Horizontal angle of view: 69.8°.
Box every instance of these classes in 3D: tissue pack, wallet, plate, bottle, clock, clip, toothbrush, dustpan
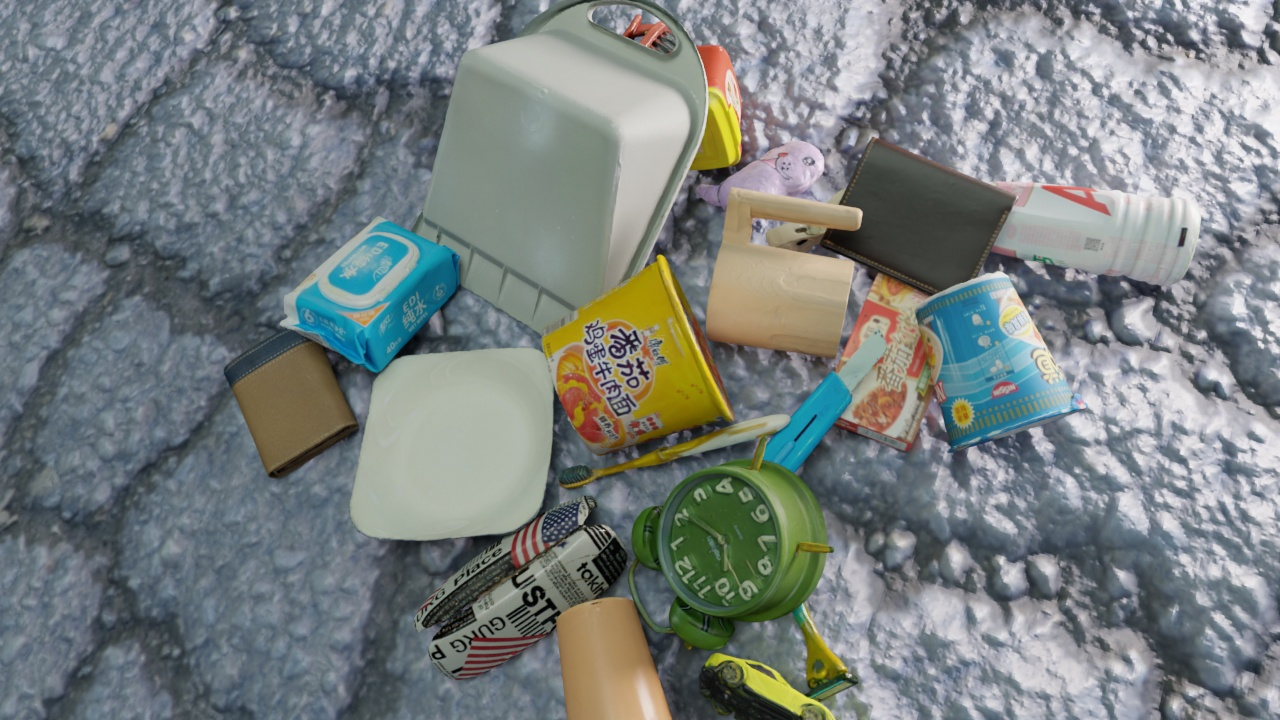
[{"bbox_3d":[-0.227,-0.058,0.783,0.090,0.063,0.139,24,55,19],"label":"tissue pack"},{"bbox_3d":[-0.300,0.032,0.789,0.090,0.033,0.115,-32,67,-2],"label":"wallet"},{"bbox_3d":[-0.145,0.069,0.739,0.164,0.034,0.164,-4,61,12],"label":"plate"},{"bbox_3d":[0.326,-0.108,0.729,0.197,0.068,0.068,13,69,17],"label":"bottle"},{"bbox_3d":[0.056,0.137,0.654,0.161,0.056,0.116,-41,61,23],"label":"clock"},{"bbox_3d":[0.162,-0.108,0.783,0.105,0.082,0.034,-29,64,20],"label":"clip"},{"bbox_3d":[0.023,0.069,0.711,0.191,0.018,0.016,-17,52,13],"label":"toothbrush"},{"bbox_3d":[-0.059,-0.174,0.786,0.223,0.258,0.142,31,38,20],"label":"dustpan"},{"bbox_3d":[0.216,-0.109,0.721,0.122,0.020,0.096,27,100,14],"label":"wallet"}]

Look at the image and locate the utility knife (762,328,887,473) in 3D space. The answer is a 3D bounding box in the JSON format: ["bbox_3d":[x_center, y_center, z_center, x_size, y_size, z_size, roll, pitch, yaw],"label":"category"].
[{"bbox_3d":[0.124,0.053,0.696,0.034,0.018,0.191,40,91,22],"label":"utility knife"}]

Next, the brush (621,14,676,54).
[{"bbox_3d":[-0.015,-0.260,0.851,0.069,0.063,0.145,32,73,6],"label":"brush"}]

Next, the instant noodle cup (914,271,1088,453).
[{"bbox_3d":[0.251,0.000,0.664,0.099,0.099,0.110,-17,76,1],"label":"instant noodle cup"}]

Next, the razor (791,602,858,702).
[{"bbox_3d":[0.108,0.177,0.660,0.043,0.028,0.132,-41,63,29],"label":"razor"}]

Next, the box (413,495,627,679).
[{"bbox_3d":[-0.095,0.160,0.690,0.163,0.076,0.087,-34,44,-3],"label":"box"}]

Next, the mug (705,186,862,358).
[{"bbox_3d":[0.113,-0.067,0.722,0.103,0.084,0.125,11,109,11],"label":"mug"}]

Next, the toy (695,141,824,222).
[{"bbox_3d":[0.109,-0.156,0.800,0.108,0.039,0.084,-34,44,-4],"label":"toy"}]

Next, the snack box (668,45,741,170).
[{"bbox_3d":[0.049,-0.224,0.810,0.082,0.091,0.080,0,58,21],"label":"snack box"}]

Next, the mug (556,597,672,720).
[{"bbox_3d":[-0.019,0.232,0.636,0.078,0.078,0.122,-17,60,2],"label":"mug"}]

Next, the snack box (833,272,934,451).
[{"bbox_3d":[0.204,-0.010,0.727,0.075,0.025,0.152,22,72,17],"label":"snack box"}]

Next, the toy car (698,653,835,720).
[{"bbox_3d":[0.090,0.235,0.630,0.105,0.048,0.032,25,46,19],"label":"toy car"}]

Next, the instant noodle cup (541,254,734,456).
[{"bbox_3d":[-0.004,0.004,0.702,0.110,0.138,0.138,-24,65,7],"label":"instant noodle cup"}]
